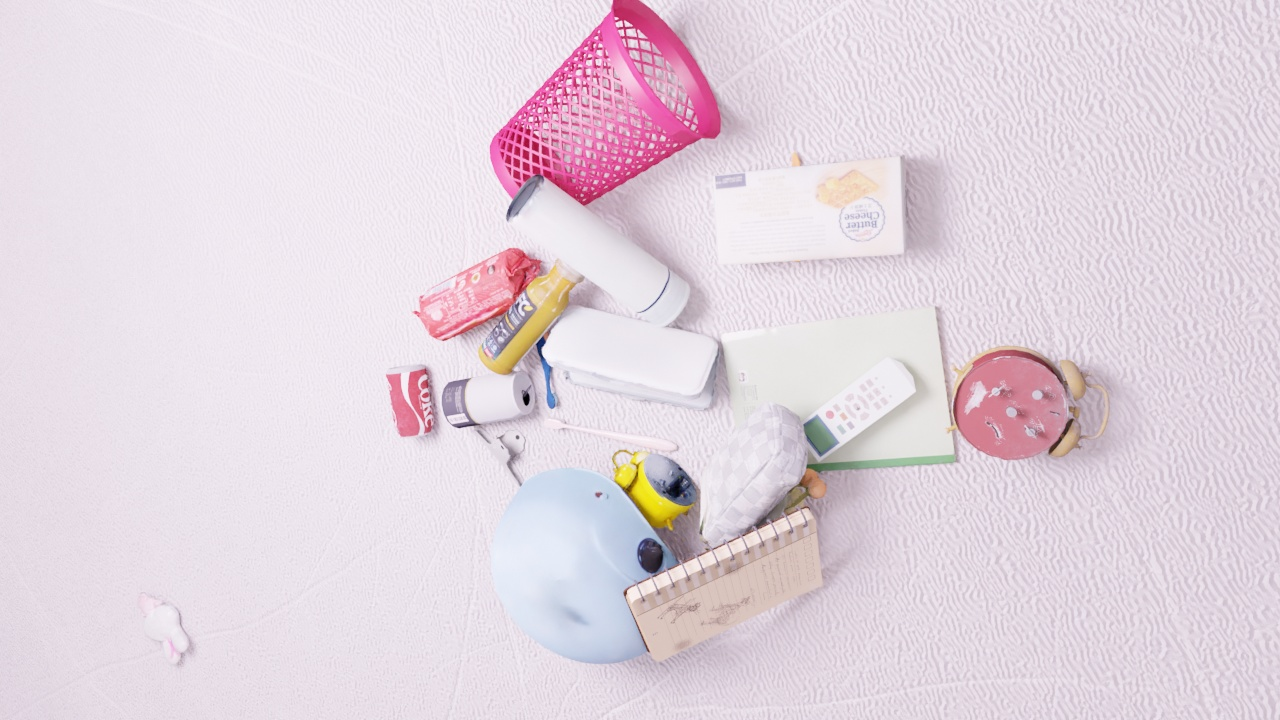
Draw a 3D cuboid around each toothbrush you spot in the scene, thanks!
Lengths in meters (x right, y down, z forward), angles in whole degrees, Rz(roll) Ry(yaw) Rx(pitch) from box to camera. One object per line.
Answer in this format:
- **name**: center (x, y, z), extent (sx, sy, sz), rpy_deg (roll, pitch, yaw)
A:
- **toothbrush**: center (-0.125, -0.003, 1.202), extent (0.022, 0.017, 0.135), rpy_deg (-10, 92, 18)
- **toothbrush**: center (-0.039, 0.095, 1.184), extent (0.181, 0.018, 0.016), rpy_deg (10, 102, 17)

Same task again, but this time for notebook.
- **notebook**: center (0.227, 0.041, 1.075), extent (0.253, 0.010, 0.182), rpy_deg (-7, 95, 22)
- **notebook**: center (0.100, 0.256, 1.041), extent (0.225, 0.168, 0.024), rpy_deg (-23, 47, -7)

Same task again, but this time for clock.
- **clock**: center (0.014, 0.152, 1.136), extent (0.119, 0.083, 0.057), rpy_deg (45, 117, 7)
- **clock**: center (0.407, 0.049, 0.968), extent (0.159, 0.081, 0.117), rpy_deg (6, 100, 20)

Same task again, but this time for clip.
- **clip**: center (-0.185, 0.120, 1.236), extent (0.101, 0.038, 0.054), rpy_deg (49, 123, 7)

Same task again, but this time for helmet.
- **helmet**: center (-0.073, 0.273, 1.126), extent (0.265, 0.166, 0.226), rpy_deg (46, 137, -8)

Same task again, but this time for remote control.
- **remote control**: center (0.247, 0.054, 1.049), extent (0.144, 0.024, 0.049), rpy_deg (-41, 79, 21)

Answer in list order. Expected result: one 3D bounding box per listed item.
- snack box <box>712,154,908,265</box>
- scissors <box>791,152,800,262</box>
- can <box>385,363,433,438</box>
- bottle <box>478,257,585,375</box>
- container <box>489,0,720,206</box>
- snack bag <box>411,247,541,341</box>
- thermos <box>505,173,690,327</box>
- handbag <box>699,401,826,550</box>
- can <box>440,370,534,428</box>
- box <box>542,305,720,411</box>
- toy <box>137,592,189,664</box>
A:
- **snack box**: center (0.188, -0.165, 1.020), extent (0.208, 0.057, 0.104), rpy_deg (-2, 100, 20)
- **scissors**: center (0.189, -0.177, 1.056), extent (0.129, 0.011, 0.125), rpy_deg (-4, 98, 20)
- **can**: center (-0.317, 0.055, 1.262), extent (0.054, 0.054, 0.096), rpy_deg (-5, 96, 21)
- **bottle**: center (-0.131, -0.060, 1.135), extent (0.053, 0.053, 0.187), rpy_deg (48, 118, 8)
- **container**: center (-0.052, -0.271, 1.057), extent (0.226, 0.182, 0.183), rpy_deg (-31, 86, 29)
- **snack bag**: center (-0.210, -0.083, 1.186), extent (0.177, 0.082, 0.082), rpy_deg (-23, 89, 23)
- **thermos**: center (-0.045, -0.123, 1.059), extent (0.230, 0.067, 0.068), rpy_deg (33, 113, -25)
- **handbag**: center (0.143, 0.139, 1.055), extent (0.123, 0.112, 0.172), rpy_deg (24, 126, -12)
- **can**: center (-0.197, 0.050, 1.209), extent (0.127, 0.064, 0.064), rpy_deg (-10, 94, 22)
- **box**: center (-0.004, 0.007, 1.149), extent (0.216, 0.110, 0.107), rpy_deg (16, 60, 16)
- **toy**: center (-0.785, 0.435, 1.507), extent (0.076, 0.037, 0.125), rpy_deg (-44, 79, 24)
